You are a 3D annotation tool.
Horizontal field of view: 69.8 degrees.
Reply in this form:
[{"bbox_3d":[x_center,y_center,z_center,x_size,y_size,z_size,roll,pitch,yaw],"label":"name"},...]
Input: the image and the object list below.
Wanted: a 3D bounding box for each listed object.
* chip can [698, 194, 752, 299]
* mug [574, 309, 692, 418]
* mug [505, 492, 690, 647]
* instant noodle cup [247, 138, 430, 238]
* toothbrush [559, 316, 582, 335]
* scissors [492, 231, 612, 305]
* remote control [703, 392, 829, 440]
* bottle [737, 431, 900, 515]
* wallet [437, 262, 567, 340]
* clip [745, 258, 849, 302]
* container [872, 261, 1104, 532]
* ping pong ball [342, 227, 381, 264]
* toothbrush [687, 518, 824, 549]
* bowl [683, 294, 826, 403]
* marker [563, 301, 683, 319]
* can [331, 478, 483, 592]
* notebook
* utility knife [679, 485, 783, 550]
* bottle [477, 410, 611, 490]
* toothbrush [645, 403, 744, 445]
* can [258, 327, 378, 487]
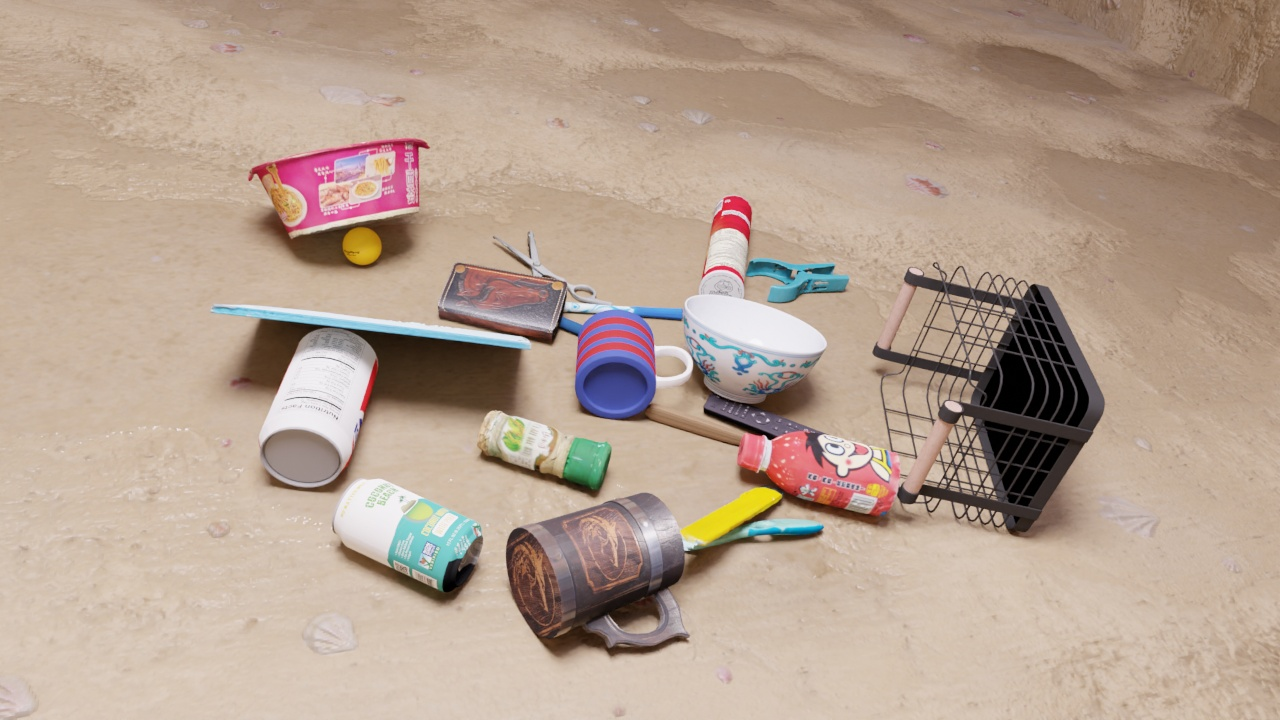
[{"bbox_3d":[0.107,-0.137,1.125,0.052,0.052,0.214,14,35,0],"label":"chip can"},{"bbox_3d":[-0.005,0.005,0.873,0.112,0.075,0.076,6,36,-5],"label":"mug"},{"bbox_3d":[-0.026,0.162,0.667,0.107,0.080,0.115,-13,72,-33],"label":"mug"},{"bbox_3d":[-0.311,-0.180,0.973,0.178,0.078,0.178,-11,10,2],"label":"instant noodle cup"},{"bbox_3d":[-0.115,-0.053,0.970,0.168,0.014,0.014,23,48,11],"label":"toothbrush"},{"bbox_3d":[-0.102,-0.100,1.040,0.162,0.014,0.141,14,39,0],"label":"scissors"},{"bbox_3d":[0.127,0.066,0.888,0.136,0.015,0.032,21,36,14],"label":"remote control"},{"bbox_3d":[0.156,0.095,0.819,0.137,0.062,0.061,14,36,-1],"label":"bottle"},{"bbox_3d":[-0.141,-0.062,0.952,0.123,0.019,0.072,11,51,2],"label":"wallet"},{"bbox_3d":[0.182,-0.111,1.140,0.129,0.031,0.121,-22,44,-39],"label":"clip"},{"bbox_3d":[0.313,0.028,0.873,0.130,0.163,0.240,13,36,-1],"label":"container"},{"bbox_3d":[-0.298,-0.122,0.981,0.040,0.040,0.040,9,36,-7],"label":"ping pong ball"},{"bbox_3d":[0.096,0.143,0.770,0.135,0.017,0.022,-3,12,-22],"label":"toothbrush"},{"bbox_3d":[0.104,-0.004,0.912,0.144,0.074,0.143,13,20,-5],"label":"bowl"},{"bbox_3d":[-0.022,-0.055,1.005,0.141,0.013,0.013,3,37,-15],"label":"marker"},{"bbox_3d":[-0.170,0.127,0.673,0.102,0.055,0.054,22,36,11],"label":"can"},{"bbox_3d":[-0.228,-0.031,0.825,0.253,0.009,0.181,7,2,-9],"label":"notebook"},{"bbox_3d":[0.072,0.128,0.756,0.030,0.017,0.164,5,9,34],"label":"utility knife"},{"bbox_3d":[-0.082,0.075,0.783,0.111,0.043,0.043,17,36,5],"label":"bottle"},{"bbox_3d":[0.084,0.072,0.865,0.167,0.016,0.016,18,35,5],"label":"toothbrush"},{"bbox_3d":[-0.262,0.036,0.753,0.070,0.070,0.131,8,36,-9],"label":"can"}]
